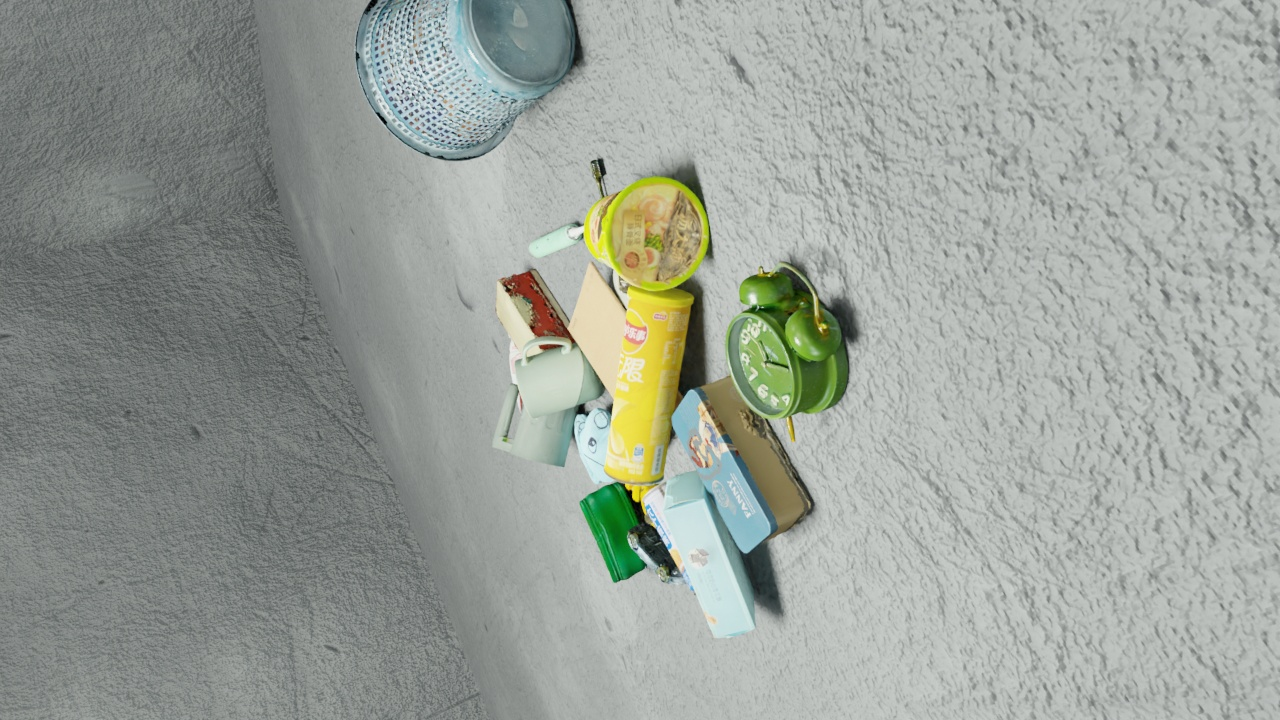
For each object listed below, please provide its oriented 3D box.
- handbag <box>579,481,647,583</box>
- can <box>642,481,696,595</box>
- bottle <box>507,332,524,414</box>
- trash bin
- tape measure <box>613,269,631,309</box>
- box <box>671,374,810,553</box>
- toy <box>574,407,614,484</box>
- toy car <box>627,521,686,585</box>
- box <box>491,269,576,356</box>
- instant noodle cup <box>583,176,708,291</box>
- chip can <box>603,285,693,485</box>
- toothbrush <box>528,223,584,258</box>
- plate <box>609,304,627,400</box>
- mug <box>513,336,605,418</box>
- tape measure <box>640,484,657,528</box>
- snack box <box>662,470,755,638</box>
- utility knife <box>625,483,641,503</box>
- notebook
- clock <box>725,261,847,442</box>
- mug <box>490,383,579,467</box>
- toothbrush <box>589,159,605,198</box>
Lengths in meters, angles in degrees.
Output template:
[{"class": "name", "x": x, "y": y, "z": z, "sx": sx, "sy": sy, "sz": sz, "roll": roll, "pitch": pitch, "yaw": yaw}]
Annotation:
[{"class": "handbag", "x": -0.038, "y": 0.245, "z": 1.303, "sx": 0.131, "sy": 0.068, "sz": 0.120, "roll": 65, "pitch": 167, "yaw": 8}, {"class": "can", "x": 0.055, "y": 0.215, "z": 1.123, "sx": 0.134, "sy": 0.053, "sz": 0.053, "roll": 59, "pitch": 152, "yaw": 25}, {"class": "bottle", "x": -0.166, "y": 0.036, "z": 1.434, "sx": 0.068, "sy": 0.068, "sz": 0.197, "roll": -16, "pitch": 89, "yaw": 65}, {"class": "trash bin", "x": -0.187, "y": -0.362, "z": 1.070, "sx": 0.195, "sy": 0.226, "sz": 0.226, "roll": -1, "pitch": 106, "yaw": 51}, {"class": "tape measure", "x": -0.003, "y": -0.088, "z": 1.060, "sx": 0.066, "sy": 0.033, "sz": 0.066, "roll": 25, "pitch": 127, "yaw": 56}, {"class": "box", "x": 0.104, "y": 0.110, "z": 0.947, "sx": 0.184, "sy": 0.061, "sz": 0.090, "roll": 62, "pitch": 154, "yaw": 22}, {"class": "toy", "x": -0.058, "y": 0.123, "z": 1.295, "sx": 0.156, "sy": 0.049, "sz": 0.162, "roll": 47, "pitch": 147, "yaw": 49}, {"class": "toy car", "x": 0.029, "y": 0.253, "z": 1.200, "sx": 0.121, "sy": 0.054, "sz": 0.037, "roll": 37, "pitch": 135, "yaw": 48}, {"class": "box", "x": -0.159, "y": -0.047, "z": 1.348, "sx": 0.168, "sy": 0.076, "sz": 0.091, "roll": 55, "pitch": 151, "yaw": 30}, {"class": "instant noodle cup", "x": -0.005, "y": -0.133, "z": 0.959, "sx": 0.123, "sy": 0.111, "sz": 0.112, "roll": -157, "pitch": 52, "yaw": -67}, {"class": "chip can", "x": 0.008, "y": 0.027, "z": 1.005, "sx": 0.072, "sy": 0.072, "sz": 0.213, "roll": 30, "pitch": 116, "yaw": 55}, {"class": "toothbrush", "x": -0.101, "y": -0.163, "z": 1.212, "sx": 0.225, "sy": 0.026, "sz": 0.027, "roll": -5, "pitch": 81, "yaw": 64}, {"class": "plate", "x": -0.007, "y": 0.007, "z": 1.139, "sx": 0.179, "sy": 0.024, "sz": 0.180, "roll": 43, "pitch": 146, "yaw": 40}, {"class": "mug", "x": -0.111, "y": 0.013, "z": 1.231, "sx": 0.082, "sy": 0.106, "sz": 0.112, "roll": -101, "pitch": -6, "yaw": -56}, {"class": "tape measure", "x": 0.020, "y": 0.193, "z": 1.207, "sx": 0.060, "sy": 0.028, "sz": 0.057, "roll": 35, "pitch": 138, "yaw": 52}, {"class": "snack box", "x": 0.077, "y": 0.213, "z": 1.014, "sx": 0.074, "sy": 0.052, "sz": 0.175, "roll": -73, "pitch": -38, "yaw": -69}, {"class": "utility knife", "x": -0.008, "y": 0.139, "z": 1.200, "sx": 0.033, "sy": 0.015, "sz": 0.215, "roll": 54, "pitch": 161, "yaw": 24}, {"class": "notebook", "x": -0.021, "y": 0.001, "z": 1.119, "sx": 0.211, "sy": 0.012, "sz": 0.150, "roll": 57, "pitch": 152, "yaw": 19}, {"class": "clock", "x": 0.129, "y": -0.015, "z": 0.818, "sx": 0.116, "sy": 0.056, "sz": 0.161, "roll": 47, "pitch": 145, "yaw": 39}, {"class": "mug", "x": -0.158, "y": 0.094, "z": 1.366, "sx": 0.124, "sy": 0.083, "sz": 0.103, "roll": 14, "pitch": 87, "yaw": 24}, {"class": "toothbrush", "x": -0.030, "y": -0.149, "z": 1.098, "sx": 0.017, "sy": 0.012, "sz": 0.186, "roll": -3, "pitch": 104, "yaw": 53}]
